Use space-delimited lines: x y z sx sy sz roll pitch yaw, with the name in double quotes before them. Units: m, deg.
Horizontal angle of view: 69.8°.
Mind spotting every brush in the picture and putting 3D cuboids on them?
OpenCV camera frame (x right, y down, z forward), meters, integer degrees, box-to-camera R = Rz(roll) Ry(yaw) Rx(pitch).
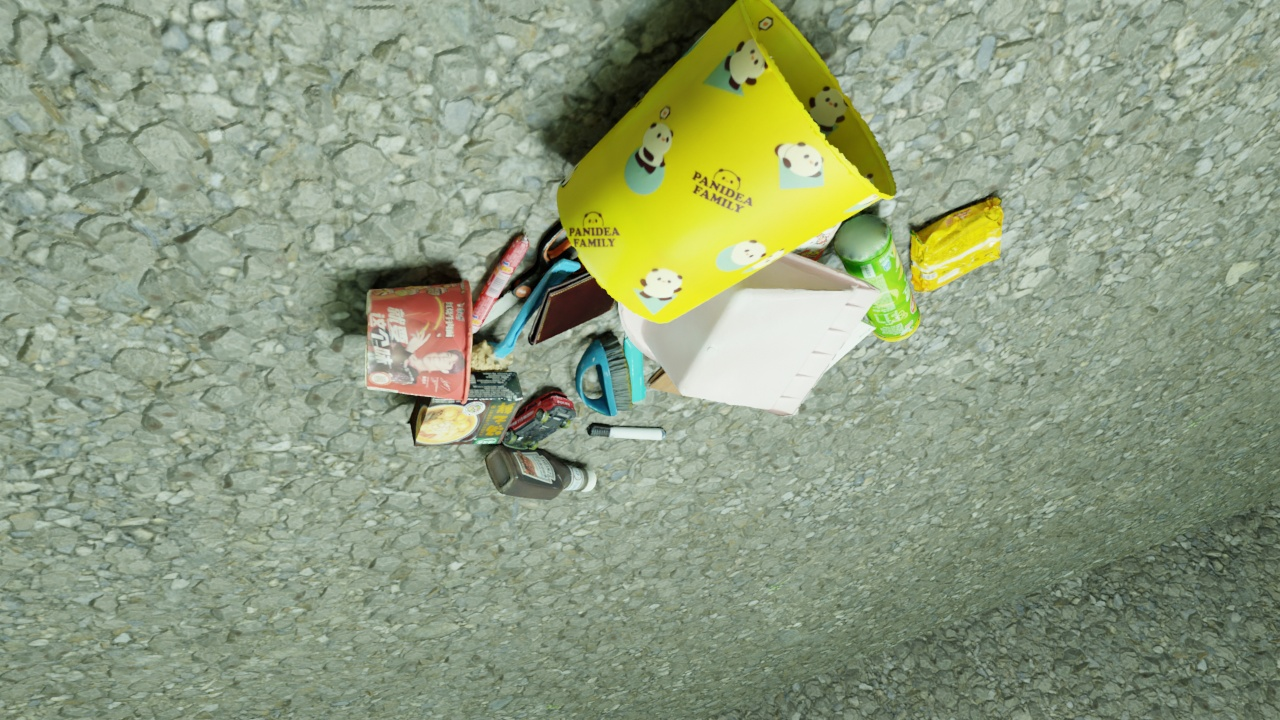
"brush" -0.152 -0.037 1.083 0.083 0.045 0.255 12 135 -40
"brush" -0.050 0.026 1.215 0.073 0.055 0.144 -17 144 -6

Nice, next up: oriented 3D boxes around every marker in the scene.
"marker" -0.019 0.106 1.368 0.130 0.018 0.023 5 128 -30

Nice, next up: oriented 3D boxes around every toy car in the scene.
"toy car" -0.140 0.083 1.254 0.121 0.045 0.053 -34 141 30

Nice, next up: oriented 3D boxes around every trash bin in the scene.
"trash bin" 0.071 -0.178 0.880 0.256 0.229 0.229 -35 142 27

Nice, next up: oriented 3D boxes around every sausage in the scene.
"sausage" -0.164 -0.085 1.038 0.020 0.020 0.156 11 128 -37

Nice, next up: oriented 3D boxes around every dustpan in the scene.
"dustpan" 0.120 -0.059 1.130 0.272 0.138 0.223 5 129 -37

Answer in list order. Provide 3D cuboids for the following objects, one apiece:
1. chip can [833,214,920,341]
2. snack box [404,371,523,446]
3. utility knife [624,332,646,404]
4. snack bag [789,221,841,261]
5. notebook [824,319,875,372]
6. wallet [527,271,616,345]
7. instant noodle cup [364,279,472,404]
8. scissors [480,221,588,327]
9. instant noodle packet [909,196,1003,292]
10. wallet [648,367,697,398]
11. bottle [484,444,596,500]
"chip can" 0.314 -0.106 1.208 0.073 0.072 0.221 -29 144 11
"snack box" -0.217 0.062 1.121 0.113 0.053 0.126 0 142 -27
"utility knife" -0.007 0.007 1.249 0.029 0.013 0.172 -16 141 -11
"snack bag" 0.184 -0.161 1.093 0.128 0.073 0.208 -6 149 -20
"notebook" 0.197 -0.024 1.217 0.209 0.012 0.151 17 127 -39
"wallet" -0.071 -0.070 1.065 0.122 0.020 0.097 -28 156 -36
"instant noodle cup" -0.243 -0.021 1.000 0.108 0.137 0.138 1 139 -15
"scissors" -0.117 -0.083 1.069 0.124 0.021 0.235 12 133 -37
"instant noodle packet" 0.417 -0.153 1.222 0.128 0.044 0.111 -24 138 -1
"wallet" 0.081 0.011 1.292 0.101 0.020 0.116 15 135 -40
"bottle" -0.138 0.166 1.336 0.044 0.080 0.194 -43 147 21
